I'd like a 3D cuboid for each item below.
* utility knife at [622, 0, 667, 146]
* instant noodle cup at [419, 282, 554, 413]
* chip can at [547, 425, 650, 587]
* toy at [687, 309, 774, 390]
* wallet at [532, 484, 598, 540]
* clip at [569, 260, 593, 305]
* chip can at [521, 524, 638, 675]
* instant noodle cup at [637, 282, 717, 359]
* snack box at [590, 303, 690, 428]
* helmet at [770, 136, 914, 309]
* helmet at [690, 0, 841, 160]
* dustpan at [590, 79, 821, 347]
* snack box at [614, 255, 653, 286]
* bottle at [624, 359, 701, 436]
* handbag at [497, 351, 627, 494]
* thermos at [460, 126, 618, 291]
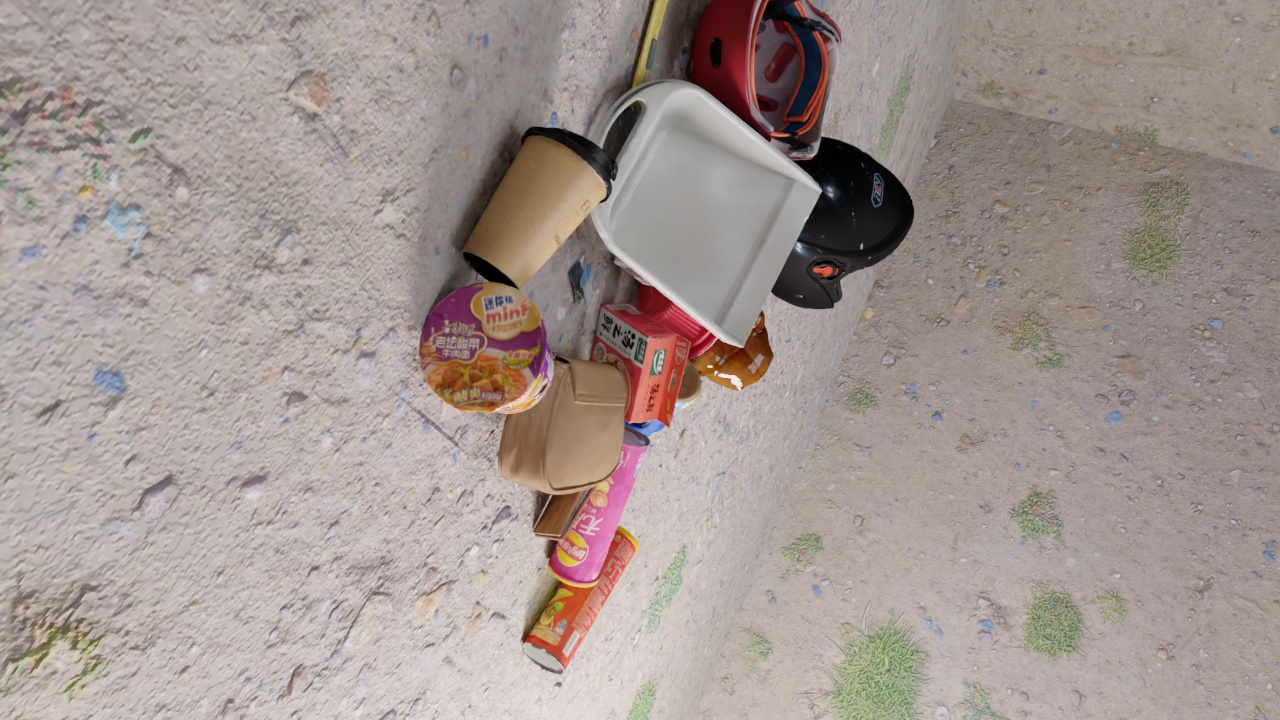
[{"bbox_3d":[0.004,-0.321,0.981,0.030,0.020,0.196,-15,128,-65],"label":"utility knife"},{"bbox_3d":[-0.127,-0.002,0.808,0.099,0.111,0.111,66,46,-76],"label":"instant noodle cup"},{"bbox_3d":[-0.055,0.187,1.192,0.071,0.071,0.211,-17,130,-66],"label":"chip can"},{"bbox_3d":[0.088,-0.024,1.227,0.140,0.130,0.200,-40,-168,-10],"label":"toy"},{"bbox_3d":[-0.086,0.165,1.117,0.115,0.020,0.101,-60,-163,-20],"label":"wallet"},{"bbox_3d":[-0.065,-0.083,1.017,0.026,0.039,0.058,-60,157,-32],"label":"clip"},{"bbox_3d":[-0.081,0.330,1.289,0.216,0.073,0.073,-57,157,-35],"label":"chip can"},{"bbox_3d":[0.057,-0.101,1.147,0.065,0.194,0.193,24,85,-26],"label":"instant noodle cup"},{"bbox_3d":[-0.006,0.006,1.089,0.044,0.127,0.113,-4,116,-37],"label":"snack box"},{"bbox_3d":[0.257,-0.224,1.378,0.230,0.275,0.233,39,55,-42],"label":"helmet"},{"bbox_3d":[0.130,-0.352,1.098,0.239,0.144,0.206,25,77,-54],"label":"helmet"},{"bbox_3d":[0.063,-0.173,0.997,0.222,0.257,0.143,-63,-175,-7],"label":"dustpan"},{"bbox_3d":[0.019,-0.175,1.104,0.084,0.027,0.156,30,77,-62],"label":"snack box"},{"bbox_3d":[0.012,0.061,1.202,0.065,0.065,0.219,-59,-174,-28],"label":"bottle"},{"bbox_3d":[-0.085,0.067,0.996,0.204,0.100,0.147,13,89,-71],"label":"handbag"},{"bbox_3d":[-0.091,-0.132,0.799,0.143,0.093,0.093,-57,158,-14],"label":"thermos"}]
